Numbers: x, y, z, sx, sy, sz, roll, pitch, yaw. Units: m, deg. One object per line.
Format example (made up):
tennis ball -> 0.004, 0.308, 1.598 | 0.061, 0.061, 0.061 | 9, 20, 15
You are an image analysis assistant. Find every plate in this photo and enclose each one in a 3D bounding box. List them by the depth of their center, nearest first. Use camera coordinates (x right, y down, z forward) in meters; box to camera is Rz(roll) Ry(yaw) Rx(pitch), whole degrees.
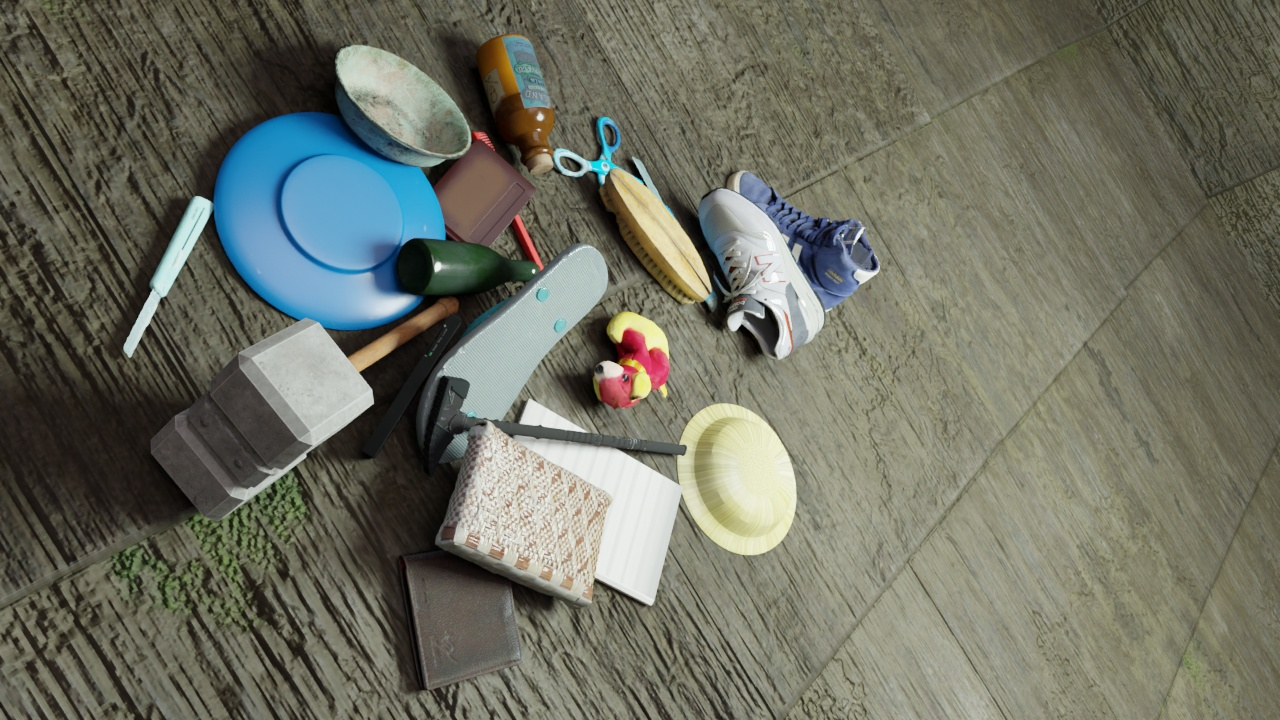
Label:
plate -> -0.290, -0.140, 0.889 | 0.224, 0.024, 0.224 | 11, 70, -33
plate -> 0.129, 0.135, 1.088 | 0.184, 0.036, 0.184 | 15, 63, -31

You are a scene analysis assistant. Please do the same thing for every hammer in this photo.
hammer -> -0.252, 0.002, 0.814 | 0.083, 0.163, 0.316 | 53, 33, -6
hammer -> -0.073, 0.084, 0.945 | 0.324, 0.015, 0.095 | 12, 100, -41

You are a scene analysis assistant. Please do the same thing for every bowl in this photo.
bowl -> -0.251, -0.255, 0.946 | 0.157, 0.039, 0.157 | 33, 33, -25

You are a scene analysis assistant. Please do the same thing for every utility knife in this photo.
utility knife -> -0.410, -0.075, 0.793 | 0.022, 0.015, 0.165 | 53, 41, -51
utility knife -> 0.045, -0.162, 1.166 | 0.221, 0.015, 0.031 | 60, 32, 1

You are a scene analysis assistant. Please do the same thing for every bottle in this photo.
bottle -> -0.167, -0.094, 0.948 | 0.173, 0.055, 0.055 | -5, 73, -54
bottle -> -0.136, -0.288, 1.051 | 0.067, 0.068, 0.157 | -10, 77, -39

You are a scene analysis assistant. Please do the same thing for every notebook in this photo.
notebook -> -0.054, 0.150, 0.964 | 0.209, 0.009, 0.142 | 32, 54, -22

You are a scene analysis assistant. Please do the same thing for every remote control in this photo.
remote control -> -0.211, 0.023, 0.848 | 0.013, 0.034, 0.150 | 32, 77, -7

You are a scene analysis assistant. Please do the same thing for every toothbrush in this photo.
toothbrush -> -0.139, -0.163, 1.032 | 0.017, 0.012, 0.212 | -22, 85, -40

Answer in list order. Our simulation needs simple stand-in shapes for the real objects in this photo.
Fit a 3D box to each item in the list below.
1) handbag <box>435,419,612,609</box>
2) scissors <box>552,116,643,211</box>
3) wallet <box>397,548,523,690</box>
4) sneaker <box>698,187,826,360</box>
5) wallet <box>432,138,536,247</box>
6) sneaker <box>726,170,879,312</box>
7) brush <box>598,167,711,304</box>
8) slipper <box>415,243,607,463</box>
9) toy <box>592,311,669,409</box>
handbag -> -0.106, 0.149, 0.873 | 0.185, 0.047, 0.124 | 37, 51, -37
scissors -> -0.050, -0.249, 1.135 | 0.134, 0.011, 0.139 | 17, 63, -31
wallet -> -0.163, 0.229, 0.837 | 0.099, 0.031, 0.120 | -3, 75, -35
sneaker -> 0.141, -0.098, 1.163 | 0.240, 0.089, 0.124 | 49, 47, -14
wallet -> -0.179, -0.175, 0.995 | 0.091, 0.018, 0.115 | 41, 61, -13
sneaker -> 0.224, -0.181, 1.240 | 0.091, 0.119, 0.233 | -36, 94, -41
brush -> 0.017, -0.149, 1.119 | 0.195, 0.043, 0.059 | 51, 50, -12
slipper -> -0.137, -0.020, 0.910 | 0.268, 0.055, 0.098 | -50, 139, -17
toy -> -0.006, 0.006, 1.034 | 0.105, 0.067, 0.137 | 46, 39, -15
